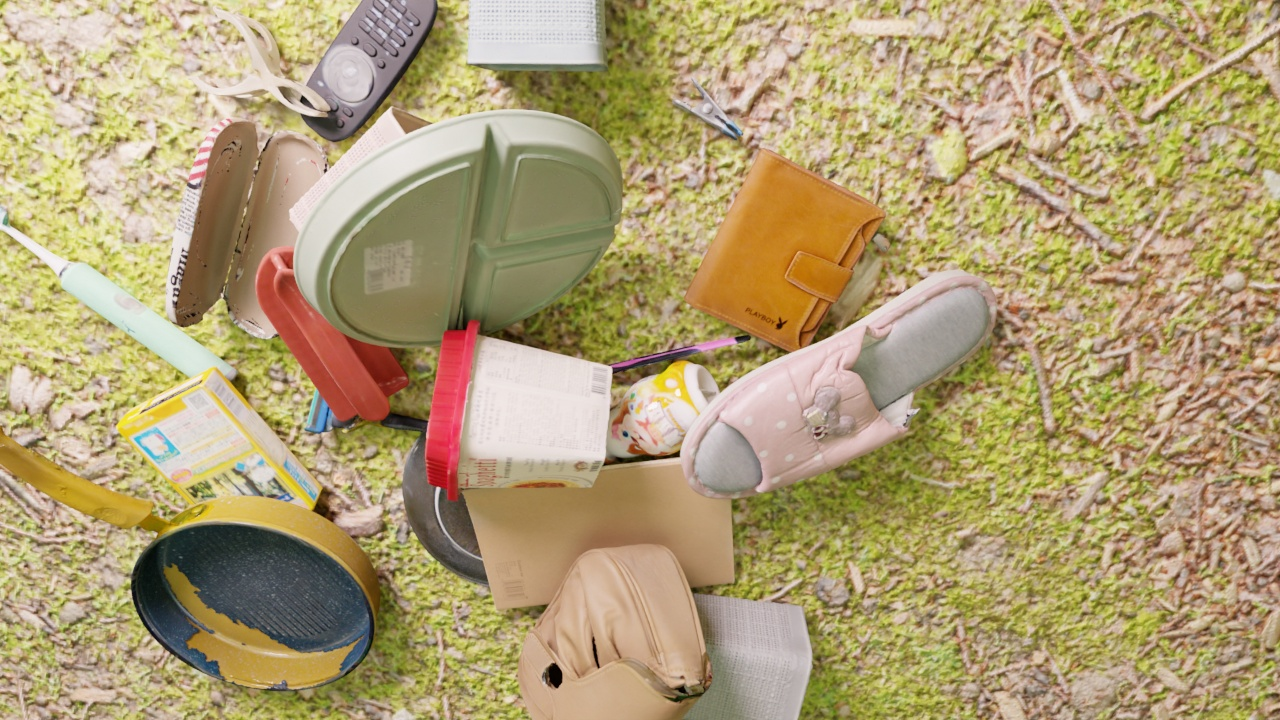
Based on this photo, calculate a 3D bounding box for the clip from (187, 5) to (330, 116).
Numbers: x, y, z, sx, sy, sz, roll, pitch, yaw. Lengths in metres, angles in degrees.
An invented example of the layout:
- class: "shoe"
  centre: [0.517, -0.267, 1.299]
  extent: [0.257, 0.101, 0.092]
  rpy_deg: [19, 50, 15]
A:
- class: "clip"
  centre: [-0.278, -0.199, 0.656]
  extent: [0.098, 0.035, 0.099]
  rpy_deg: [-29, 96, 15]

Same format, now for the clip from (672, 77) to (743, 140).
- class: "clip"
  centre: [0.050, -0.179, 0.671]
  extent: [0.057, 0.024, 0.028]
  rpy_deg: [37, 101, -7]

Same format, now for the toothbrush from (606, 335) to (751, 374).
- class: "toothbrush"
  centre: [-0.004, 0.004, 0.732]
  extent: [0.189, 0.014, 0.018]
  rpy_deg: [-12, 117, 8]

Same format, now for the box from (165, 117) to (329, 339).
- class: "box"
  centre: [-0.291, -0.091, 0.672]
  extent: [0.075, 0.085, 0.162]
  rpy_deg: [31, 112, 18]

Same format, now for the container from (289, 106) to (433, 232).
- class: "container"
  centre: [-0.176, -0.105, 0.657]
  extent: [0.111, 0.090, 0.090]
  rpy_deg: [-36, 84, 15]

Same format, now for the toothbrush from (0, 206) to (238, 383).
- class: "toothbrush"
  centre: [-0.417, -0.048, 0.718]
  extent: [0.224, 0.026, 0.027]
  rpy_deg: [38, 125, -10]

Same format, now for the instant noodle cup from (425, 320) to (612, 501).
- class: "instant noodle cup"
  centre: [-0.089, 0.043, 0.677]
  extent: [0.124, 0.116, 0.116]
  rpy_deg: [7, 65, -7]

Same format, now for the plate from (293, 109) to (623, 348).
- class: "plate"
  centre: [-0.113, -0.076, 0.618]
  extent: [0.230, 0.230, 0.027]
  rpy_deg: [-31, 66, 10]

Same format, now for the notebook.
- class: "notebook"
  centre: [-0.029, 0.146, 0.758]
  extent: [0.211, 0.012, 0.150]
  rpy_deg: [-7, 126, 0]

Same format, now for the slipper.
- class: "slipper"
  centre: [0.156, 0.026, 0.689]
  extent: [0.274, 0.054, 0.114]
  rpy_deg: [-30, 125, -4]

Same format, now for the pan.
- class: "pan"
  centre: [-0.358, 0.149, 0.716]
  extent: [0.198, 0.078, 0.357]
  rpy_deg: [-27, 117, 17]

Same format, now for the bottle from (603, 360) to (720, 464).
- class: "bottle"
  centre: [0.010, 0.046, 0.725]
  extent: [0.109, 0.063, 0.063]
  rpy_deg: [-28, 106, 24]

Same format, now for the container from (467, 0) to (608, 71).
- class: "container"
  centre: [-0.068, -0.254, 0.615]
  extent: [0.090, 0.090, 0.111]
  rpy_deg: [0, 105, 0]

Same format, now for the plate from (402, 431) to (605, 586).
- class: "plate"
  centre: [-0.114, 0.118, 0.770]
  extent: [0.179, 0.024, 0.179]
  rpy_deg: [0, 108, 1]

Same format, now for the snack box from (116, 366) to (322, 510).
- class: "snack box"
  centre: [-0.336, 0.080, 0.740]
  extent: [0.087, 0.033, 0.140]
  rpy_deg: [-25, 116, 12]

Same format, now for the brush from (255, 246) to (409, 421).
- class: "brush"
  centre: [-0.231, -0.021, 0.679]
  extent: [0.063, 0.069, 0.146]
  rpy_deg: [-31, 125, -10]

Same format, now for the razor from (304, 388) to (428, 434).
- class: "razor"
  centre: [-0.198, 0.049, 0.745]
  extent: [0.143, 0.022, 0.042]
  rpy_deg: [9, 81, 5]

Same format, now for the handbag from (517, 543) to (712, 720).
- class: "handbag"
  centre: [-0.031, 0.246, 0.729]
  extent: [0.099, 0.147, 0.205]
  rpy_deg: [-1, 132, -37]

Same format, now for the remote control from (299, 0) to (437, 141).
- class: "remote control"
  centre: [-0.194, -0.218, 0.660]
  extent: [0.053, 0.024, 0.137]
  rpy_deg: [41, 107, -7]

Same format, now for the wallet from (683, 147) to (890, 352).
- class: "wallet"
  centre: [0.114, -0.078, 0.701]
  extent: [0.119, 0.035, 0.131]
  rpy_deg: [25, 109, -4]

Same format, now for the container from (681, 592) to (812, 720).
- class: "container"
  centre: [0.077, 0.256, 0.781]
  extent: [0.114, 0.090, 0.090]
  rpy_deg: [10, 107, 1]
